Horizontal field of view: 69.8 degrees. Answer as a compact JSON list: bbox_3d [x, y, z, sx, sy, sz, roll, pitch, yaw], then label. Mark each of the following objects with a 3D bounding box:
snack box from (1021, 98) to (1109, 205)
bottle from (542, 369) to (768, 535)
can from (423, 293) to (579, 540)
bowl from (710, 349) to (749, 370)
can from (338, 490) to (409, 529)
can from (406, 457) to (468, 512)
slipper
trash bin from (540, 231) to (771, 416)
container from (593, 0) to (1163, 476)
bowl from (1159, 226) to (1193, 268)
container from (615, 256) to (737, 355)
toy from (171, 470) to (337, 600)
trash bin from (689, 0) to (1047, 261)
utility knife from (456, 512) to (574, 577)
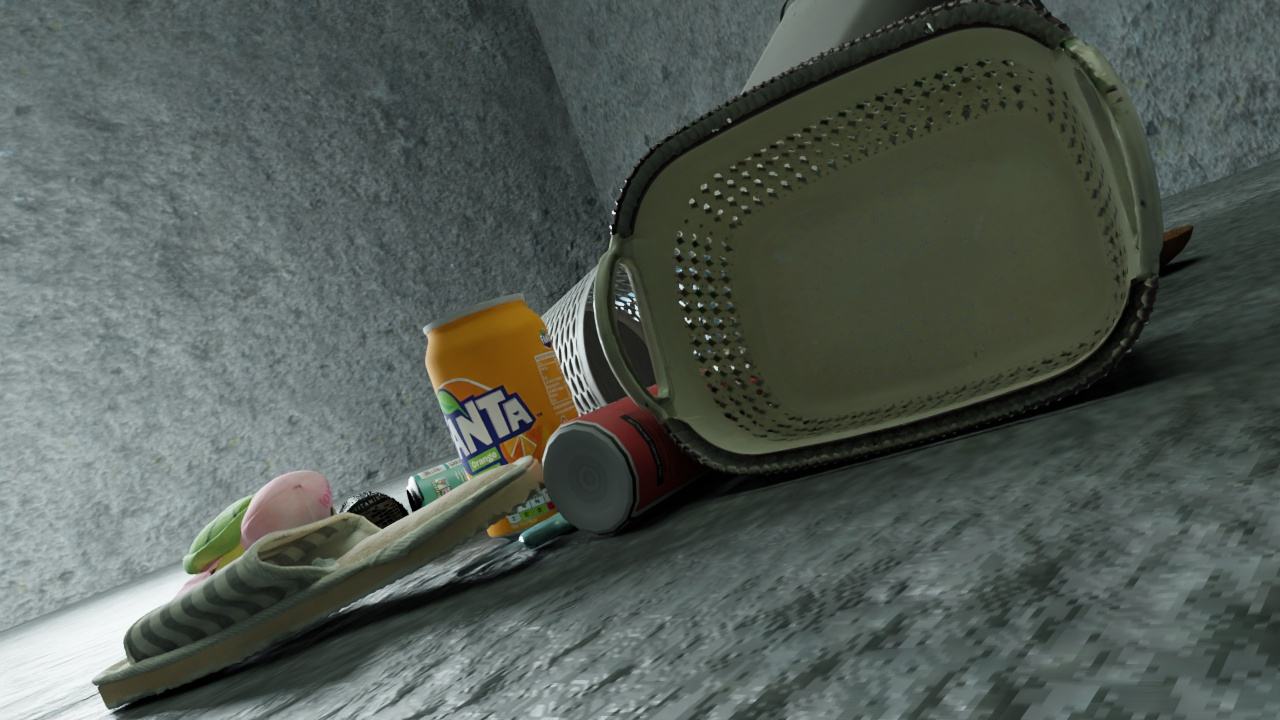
[{"bbox_3d":[0.263,-0.095,0.584,0.081,0.150,0.026,-19,0,-29],"label":"snack box"},{"bbox_3d":[0.021,0.042,0.531,0.062,0.062,0.176,-20,0,37],"label":"bottle"},{"bbox_3d":[-0.081,0.036,0.579,0.079,0.142,0.079,-20,0,0],"label":"can"},{"bbox_3d":[0.161,-0.011,1.082,0.219,0.060,0.189,-19,0,-22],"label":"bowl"},{"bbox_3d":[-0.212,0.131,0.723,0.053,0.054,0.138,-20,0,-20],"label":"can"},{"bbox_3d":[-0.125,0.099,0.711,0.101,0.055,0.055,-20,0,-23],"label":"can"},{"bbox_3d":[-0.177,0.113,0.506,0.273,0.054,0.114,-26,-3,5],"label":"slipper"},{"bbox_3d":[-0.004,0.004,0.694,0.156,0.156,0.184,-20,-2,-28],"label":"trash bin"},{"bbox_3d":[0.117,-0.050,0.460,0.252,0.184,0.143,-19,-8,29],"label":"container"},{"bbox_3d":[0.390,-0.076,0.742,0.114,0.026,0.102,-21,1,-26],"label":"bowl"},{"bbox_3d":[0.131,-0.079,1.022,0.361,0.089,0.258,-21,1,-33],"label":"container"},{"bbox_3d":[-0.346,0.164,0.851,0.189,0.087,0.239,-19,-6,-36],"label":"toy"},{"bbox_3d":[0.162,-0.154,0.658,0.219,0.197,0.198,-56,20,-24],"label":"trash bin"},{"bbox_3d":[-0.042,0.093,0.526,0.147,0.015,0.022,-24,10,-36],"label":"utility knife"}]
